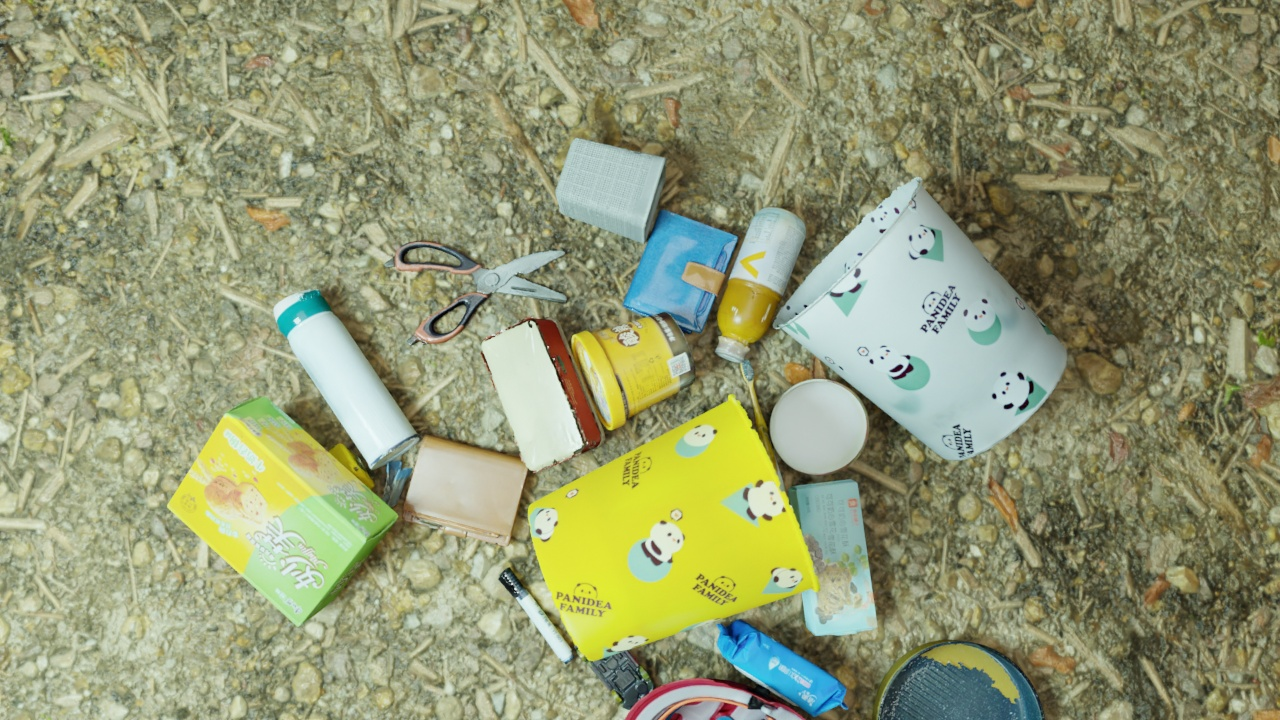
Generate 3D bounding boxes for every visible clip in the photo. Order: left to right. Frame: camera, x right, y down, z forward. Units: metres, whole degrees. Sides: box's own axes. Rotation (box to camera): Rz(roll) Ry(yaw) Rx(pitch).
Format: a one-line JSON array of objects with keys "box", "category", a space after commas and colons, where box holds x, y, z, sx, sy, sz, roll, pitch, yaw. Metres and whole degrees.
[{"box": [-0.289, 0.147, 1.079, 0.045, 0.027, 0.058, 22, 104, 24], "category": "clip"}]

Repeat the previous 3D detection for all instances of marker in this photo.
[{"box": [-0.122, 0.299, 1.073, 0.130, 0.018, 0.022, 53, 40, 5], "category": "marker"}]

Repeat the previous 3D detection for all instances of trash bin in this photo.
[{"box": [0.031, 0.191, 0.998, 0.255, 0.229, 0.229, -23, 85, 0], "category": "trash bin"}, {"box": [0.320, -0.037, 1.038, 0.252, 0.230, 0.229, 42, 83, -2], "category": "trash bin"}]

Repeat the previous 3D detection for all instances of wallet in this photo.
[{"box": [-0.205, 0.154, 1.081, 0.132, 0.031, 0.107, 14, 81, 1], "category": "wallet"}, {"box": [0.050, -0.108, 1.121, 0.106, 0.040, 0.133, 21, 83, 5], "category": "wallet"}]

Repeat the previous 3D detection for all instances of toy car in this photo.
[{"box": [-0.030, 0.354, 1.064, 0.049, 0.031, 0.106, -40, 85, -6], "category": "toy car"}]

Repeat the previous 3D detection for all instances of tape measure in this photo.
[{"box": [-0.331, 0.128, 1.065, 0.029, 0.057, 0.060, -38, 46, -10], "category": "tape measure"}]

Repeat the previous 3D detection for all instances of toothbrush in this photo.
[{"box": [0.150, 0.088, 1.110, 0.016, 0.018, 0.191, -14, 84, -3], "category": "toothbrush"}]

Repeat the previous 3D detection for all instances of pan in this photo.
[{"box": [0.435, 0.466, 1.048, 0.357, 0.078, 0.197, 33, 83, 2], "category": "pan"}]

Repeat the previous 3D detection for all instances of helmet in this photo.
[{"box": [0.097, 0.450, 1.006, 0.240, 0.144, 0.207, 35, 89, 15], "category": "helmet"}]

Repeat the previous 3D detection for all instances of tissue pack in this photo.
[{"box": [0.158, 0.351, 1.042, 0.157, 0.095, 0.052, 32, 80, 0], "category": "tissue pack"}]

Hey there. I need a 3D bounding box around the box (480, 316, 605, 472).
[{"box": [-0.118, 0.039, 1.061, 0.091, 0.080, 0.168, -24, 84, 18], "category": "box"}]

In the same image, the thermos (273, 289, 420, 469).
[{"box": [-0.349, 0.018, 1.074, 0.073, 0.073, 0.224, -35, 85, -6], "category": "thermos"}]

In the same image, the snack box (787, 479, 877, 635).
[{"box": [0.225, 0.230, 1.080, 0.074, 0.051, 0.174, -7, 84, -3], "category": "snack box"}]

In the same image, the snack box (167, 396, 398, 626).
[{"box": [-0.398, 0.167, 1.020, 0.210, 0.069, 0.158, 42, 112, 3], "category": "snack box"}]

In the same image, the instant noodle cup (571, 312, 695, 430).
[{"box": [-0.006, 0.006, 1.068, 0.114, 0.119, 0.118, -22, 85, -12], "category": "instant noodle cup"}]

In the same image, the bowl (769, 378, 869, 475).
[{"box": [0.209, 0.076, 1.088, 0.113, 0.062, 0.113, 0, 92, 6], "category": "bowl"}]

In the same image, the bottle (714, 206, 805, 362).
[{"box": [0.140, -0.090, 1.106, 0.068, 0.068, 0.189, 22, 83, 0], "category": "bottle"}]

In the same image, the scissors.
[{"box": [-0.203, -0.093, 1.119, 0.226, 0.015, 0.189, -44, 87, -7], "category": "scissors"}]

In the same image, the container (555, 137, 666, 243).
[{"box": [-0.036, -0.207, 1.103, 0.114, 0.090, 0.090, 17, 82, 2], "category": "container"}]
